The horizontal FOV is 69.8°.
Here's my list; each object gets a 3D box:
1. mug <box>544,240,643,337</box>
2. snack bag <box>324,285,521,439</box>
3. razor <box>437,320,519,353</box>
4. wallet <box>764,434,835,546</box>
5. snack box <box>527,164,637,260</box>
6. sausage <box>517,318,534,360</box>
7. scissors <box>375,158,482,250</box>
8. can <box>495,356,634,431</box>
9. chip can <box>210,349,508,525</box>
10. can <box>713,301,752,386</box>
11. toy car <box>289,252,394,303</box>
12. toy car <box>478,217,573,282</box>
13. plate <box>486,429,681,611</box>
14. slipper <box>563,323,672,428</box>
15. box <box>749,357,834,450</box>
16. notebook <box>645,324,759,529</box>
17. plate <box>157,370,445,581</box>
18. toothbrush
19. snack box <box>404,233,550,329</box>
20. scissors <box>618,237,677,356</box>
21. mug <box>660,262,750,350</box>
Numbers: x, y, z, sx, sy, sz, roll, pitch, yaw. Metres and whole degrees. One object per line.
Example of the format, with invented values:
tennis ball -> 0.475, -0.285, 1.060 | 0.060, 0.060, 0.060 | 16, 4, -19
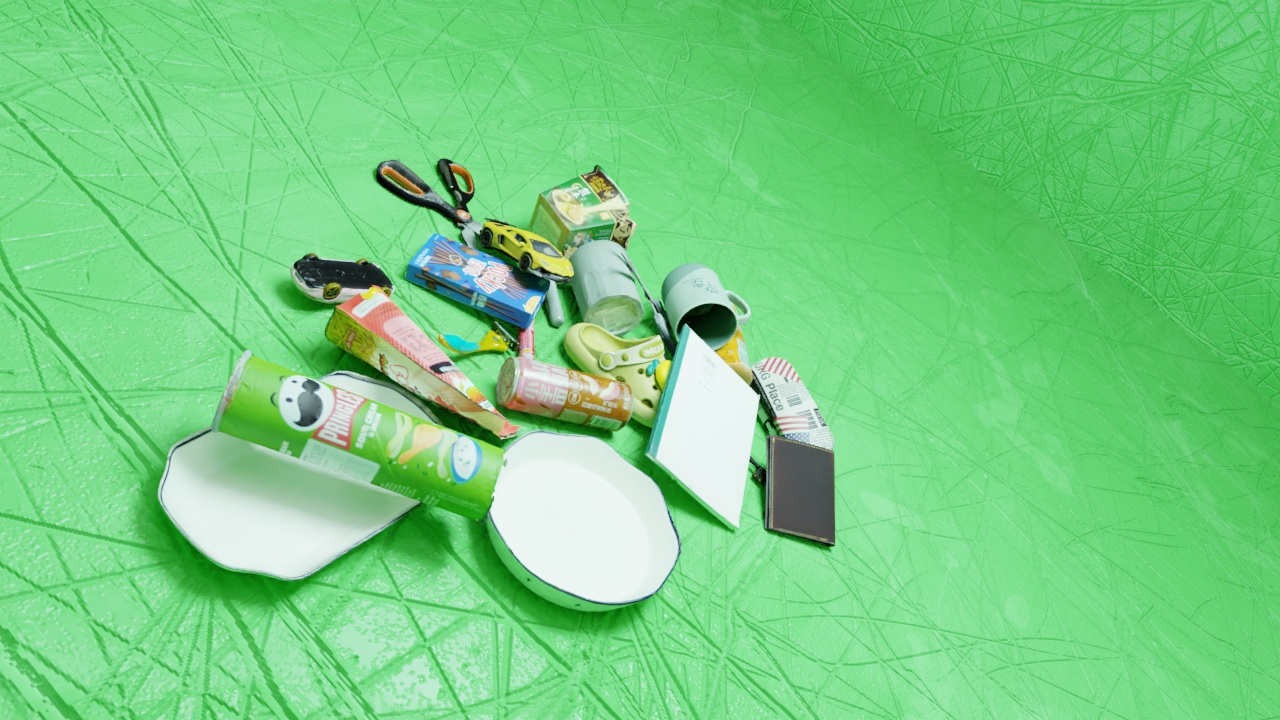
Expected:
mug -> -0.065, -0.088, 1.182 | 0.124, 0.084, 0.103 | -9, 49, -11
snack bag -> -0.210, 0.012, 0.922 | 0.208, 0.073, 0.128 | 36, -5, 6
razor -> -0.185, -0.021, 1.011 | 0.043, 0.028, 0.132 | 47, 18, 14
wallet -> 0.193, 0.156, 1.105 | 0.096, 0.020, 0.122 | 16, 59, -18
snack box -> -0.088, -0.185, 1.249 | 0.105, 0.118, 0.117 | -16, 58, -37
sausage -> -0.137, -0.039, 1.101 | 0.020, 0.020, 0.155 | 19, 36, -21
scissors -> -0.244, -0.206, 1.214 | 0.221, 0.022, 0.223 | 25, 34, -12
can -> -0.082, 0.038, 1.018 | 0.147, 0.058, 0.057 | 15, 39, -27
chip can -> -0.233, 0.069, 0.781 | 0.236, 0.072, 0.072 | 23, 36, -16
can -> 0.114, -0.020, 1.251 | 0.058, 0.058, 0.145 | 20, 37, -20
toy car -> -0.322, -0.084, 0.991 | 0.056, 0.037, 0.122 | 51, 25, 19
toy car -> -0.139, -0.136, 1.140 | 0.071, 0.041, 0.156 | 9, 20, -47
plate -> -0.061, 0.159, 0.900 | 0.204, 0.046, 0.204 | 23, 36, -18
slipper -> -0.007, 0.006, 1.099 | 0.190, 0.082, 0.091 | 38, 32, 11
box -> 0.194, 0.063, 1.198 | 0.074, 0.080, 0.163 | 0, 53, -34
notebook -> 0.080, 0.073, 1.074 | 0.150, 0.012, 0.208 | 43, 41, -24
plate -> -0.281, 0.099, 0.799 | 0.162, 0.034, 0.264 | 41, 35, 10
toothbrush -> 0.088, 0.074, 1.146 | 0.027, 0.026, 0.212 | -35, 71, -23
snack box -> -0.193, -0.097, 1.101 | 0.157, 0.026, 0.084 | 22, 35, -3
scissors -> 0.011, -0.080, 1.197 | 0.159, 0.014, 0.171 | 66, 9, 10
mug -> 0.088, -0.073, 1.221 | 0.111, 0.082, 0.106 | 0, 37, -13
